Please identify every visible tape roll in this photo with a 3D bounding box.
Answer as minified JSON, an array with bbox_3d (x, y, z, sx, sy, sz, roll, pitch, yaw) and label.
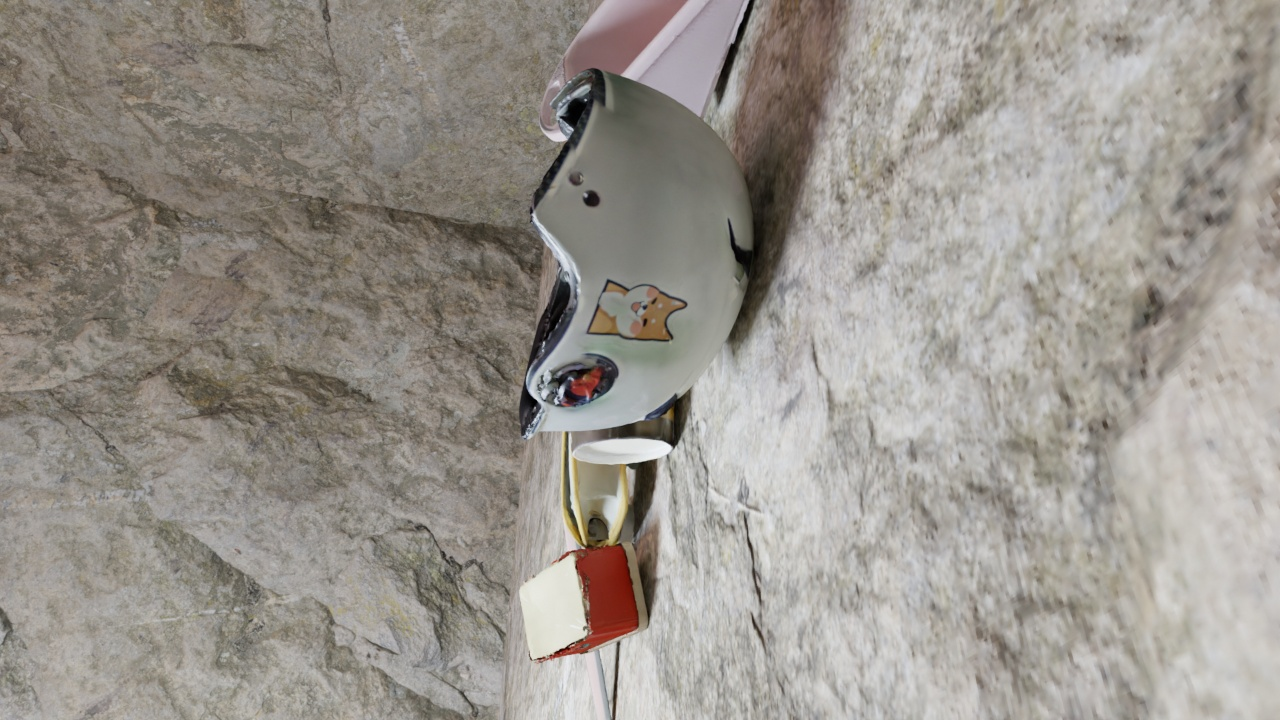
[{"bbox_3d":[-0.030,0.195,0.991,0.086,0.014,0.086,-161,91,-76],"label":"tape roll"}]

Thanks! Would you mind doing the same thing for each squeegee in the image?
[{"bbox_3d":[-0.077,0.310,1.081,0.250,0.040,0.247,101,158,-68],"label":"squeegee"}]

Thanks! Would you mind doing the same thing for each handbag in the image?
[{"bbox_3d":[-0.055,0.120,0.984,0.179,0.063,0.163,102,168,-55],"label":"handbag"}]

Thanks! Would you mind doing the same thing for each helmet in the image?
[{"bbox_3d":[-0.002,-0.065,0.667,0.229,0.157,0.275,-91,9,-58],"label":"helmet"}]

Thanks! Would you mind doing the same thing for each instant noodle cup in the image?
[{"bbox_3d":[-0.019,0.029,0.840,0.119,0.118,0.114,120,147,-66],"label":"instant noodle cup"}]

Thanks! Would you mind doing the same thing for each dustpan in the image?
[{"bbox_3d":[0.002,-0.323,0.832,0.222,0.138,0.274,-103,25,-54],"label":"dustpan"}]

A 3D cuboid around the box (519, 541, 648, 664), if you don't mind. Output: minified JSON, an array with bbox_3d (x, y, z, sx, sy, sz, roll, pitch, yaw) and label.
[{"bbox_3d":[-0.068,0.239,0.898,0.169,0.079,0.091,-45,52,54],"label":"box"}]

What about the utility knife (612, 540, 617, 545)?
[{"bbox_3d":[-0.030,0.222,1.019,0.195,0.015,0.033,-126,43,-75],"label":"utility knife"}]

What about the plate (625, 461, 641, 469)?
[{"bbox_3d":[-0.006,0.006,1.020,0.230,0.027,0.230,-174,91,-81],"label":"plate"}]
